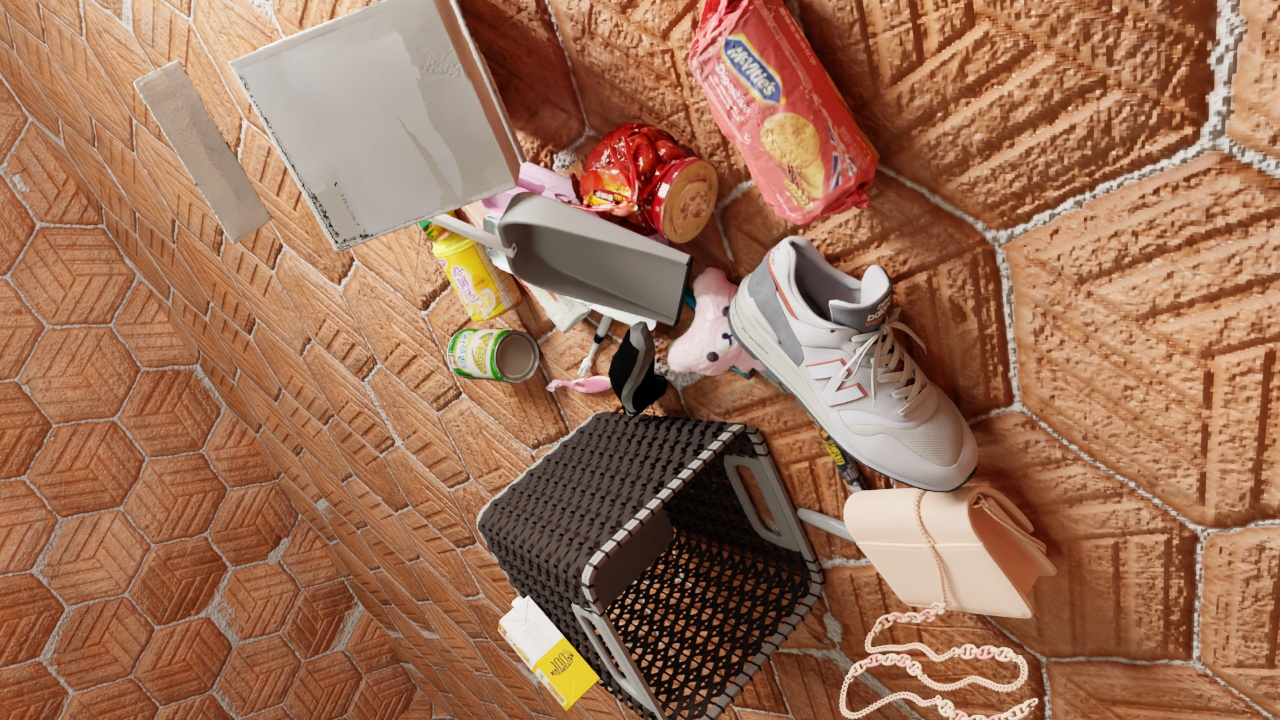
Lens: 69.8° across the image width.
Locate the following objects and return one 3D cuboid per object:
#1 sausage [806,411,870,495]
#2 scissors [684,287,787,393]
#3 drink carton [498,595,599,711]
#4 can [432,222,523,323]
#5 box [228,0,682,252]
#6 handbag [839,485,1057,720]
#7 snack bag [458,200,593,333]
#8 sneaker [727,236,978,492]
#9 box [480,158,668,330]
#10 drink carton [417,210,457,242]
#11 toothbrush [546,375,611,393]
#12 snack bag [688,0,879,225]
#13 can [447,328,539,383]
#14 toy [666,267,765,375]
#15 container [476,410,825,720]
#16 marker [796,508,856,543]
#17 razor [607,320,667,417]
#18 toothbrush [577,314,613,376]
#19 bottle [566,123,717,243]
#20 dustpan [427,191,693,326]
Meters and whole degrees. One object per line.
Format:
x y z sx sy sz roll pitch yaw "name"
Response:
0.179 0.075 0.846 0.020 0.020 0.155 -5 121 53 "sausage"
0.076 -0.011 0.881 0.148 0.019 0.118 45 149 3 "scissors"
-0.103 0.315 0.992 0.122 0.040 0.059 46 155 13 "drink carton"
-0.188 -0.101 1.066 0.068 0.067 0.105 6 130 49 "can"
-0.120 -0.280 0.811 0.165 0.444 0.167 7 131 39 "box"
0.228 0.191 0.749 0.116 0.186 0.199 47 155 -12 "handbag"
-0.132 -0.132 0.989 0.225 0.041 0.078 51 149 -2 "snack bag"
0.168 -0.008 0.701 0.240 0.088 0.124 40 151 21 "sneaker"
-0.067 -0.116 0.892 0.201 0.041 0.154 25 151 14 "box"
-0.243 -0.175 1.037 0.058 0.041 0.122 51 174 -4 "drink carton"
-0.075 0.029 1.118 0.135 0.016 0.021 -4 122 53 "toothbrush"
0.093 -0.172 0.625 0.176 0.082 0.082 55 149 -9 "snack bag"
-0.190 -0.007 1.172 0.121 0.067 0.067 3 127 50 "can"
0.081 -0.024 0.818 0.096 0.099 0.052 22 -173 5 "toy"
0.004 0.212 1.007 0.244 0.245 0.247 9 131 52 "container"
0.214 0.171 0.915 0.139 0.016 0.022 18 106 42 "marker"
-0.006 0.005 0.945 0.060 0.057 0.156 -1 155 6 "razor"
-0.044 -0.030 1.012 0.012 0.017 0.187 26 147 -2 "toothbrush"
-0.004 -0.147 0.757 0.111 0.098 0.099 30 144 33 "bottle"
-0.084 -0.098 0.810 0.257 0.033 0.163 24 165 5 "dustpan"
